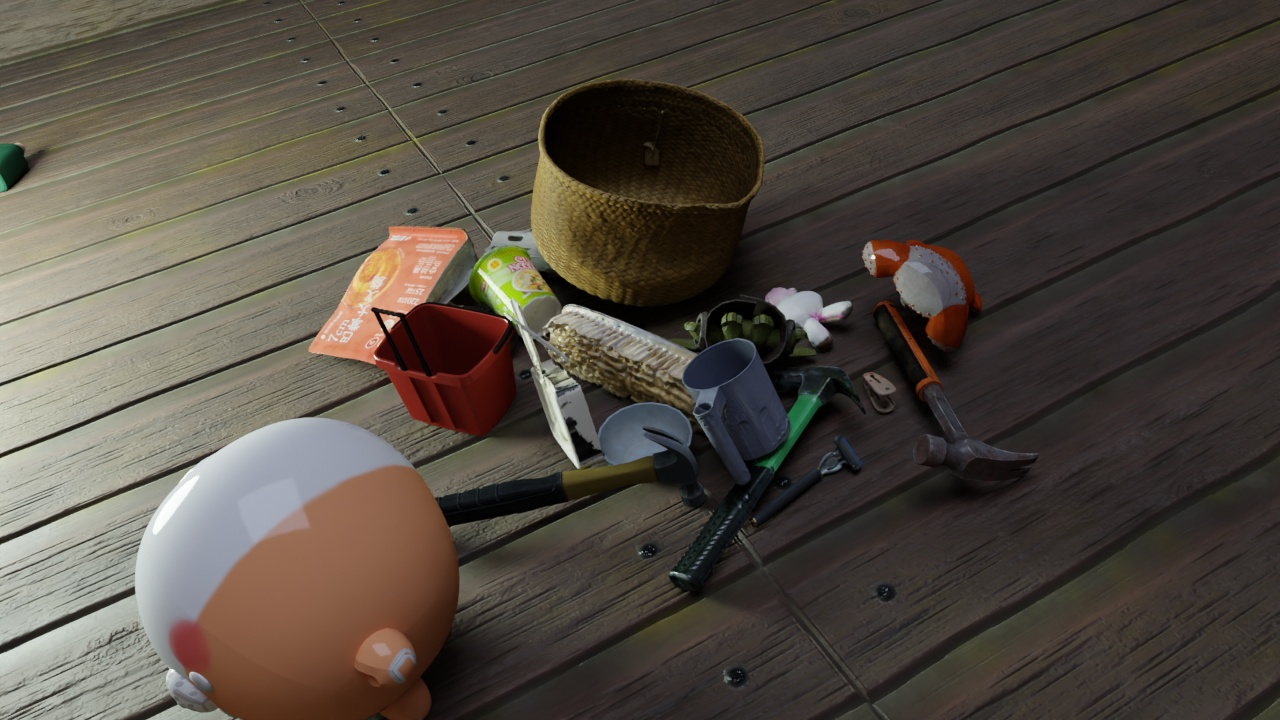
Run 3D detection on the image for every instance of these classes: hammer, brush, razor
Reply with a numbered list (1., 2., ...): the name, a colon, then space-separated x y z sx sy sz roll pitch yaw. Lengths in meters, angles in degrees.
1. hammer: 0.130 0.116 0.972 0.130 0.032 0.317 3 42 45
2. hammer: -0.105 0.137 0.960 0.333 0.118 0.025 -12 41 5
3. brush: -0.007 0.006 1.101 0.271 0.083 0.056 25 50 32
4. razor: 0.170 0.133 0.972 0.144 0.022 0.043 -32 86 -20
5. hammer: 0.333 0.024 1.041 0.137 0.035 0.313 13 32 -13

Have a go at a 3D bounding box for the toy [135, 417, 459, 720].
1. toy: -0.288 0.197 0.803 0.281 0.263 0.265 39 60 20

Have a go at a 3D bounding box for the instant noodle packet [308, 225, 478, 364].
1. instant noodle packet: -0.339 -0.084 1.254 0.165 0.084 0.220 8 50 34

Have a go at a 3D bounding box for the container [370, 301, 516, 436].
1. container: -0.232 -0.017 1.078 0.148 0.201 0.126 12 45 22

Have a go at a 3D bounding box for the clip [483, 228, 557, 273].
1. clip: -0.147 -0.161 1.357 0.126 0.096 0.152 6 22 15

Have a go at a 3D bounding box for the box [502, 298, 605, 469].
1. box: -0.101 0.021 1.002 0.050 0.184 0.143 -22 16 -12

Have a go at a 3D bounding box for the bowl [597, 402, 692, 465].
1. bowl: 0.007 0.097 1.027 0.106 0.039 0.106 -5 41 4

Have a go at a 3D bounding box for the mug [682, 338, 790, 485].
1. mug: 0.098 0.055 0.957 0.084 0.104 0.123 -14 32 28

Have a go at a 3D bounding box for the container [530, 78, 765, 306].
1. container: 0.002 -0.223 1.239 0.307 0.197 0.306 8 46 -8

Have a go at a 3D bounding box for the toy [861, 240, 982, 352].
1. toy: 0.351 -0.092 1.127 0.164 0.093 0.172 49 29 12

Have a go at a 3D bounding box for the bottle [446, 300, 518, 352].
1. bottle: -0.233 -0.055 1.245 0.045 0.045 0.185 -33 39 -26

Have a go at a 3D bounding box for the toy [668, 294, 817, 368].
1. toy: 0.122 -0.029 1.077 0.179 0.153 0.078 4 85 4

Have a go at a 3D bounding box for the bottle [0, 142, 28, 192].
1. bottle: -1.249 -0.387 1.799 0.061 0.061 0.131 -4 41 2

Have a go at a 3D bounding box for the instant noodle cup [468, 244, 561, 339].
1. instant noodle cup: -0.163 -0.087 1.237 0.098 0.099 0.108 -28 51 -22

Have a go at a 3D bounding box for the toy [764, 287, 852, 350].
1. toy: 0.209 -0.061 1.176 0.079 0.038 0.123 -43 50 -17

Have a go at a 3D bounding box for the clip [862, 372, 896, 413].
1. clip: 0.274 0.029 1.057 0.024 0.041 0.060 -15 46 -10
